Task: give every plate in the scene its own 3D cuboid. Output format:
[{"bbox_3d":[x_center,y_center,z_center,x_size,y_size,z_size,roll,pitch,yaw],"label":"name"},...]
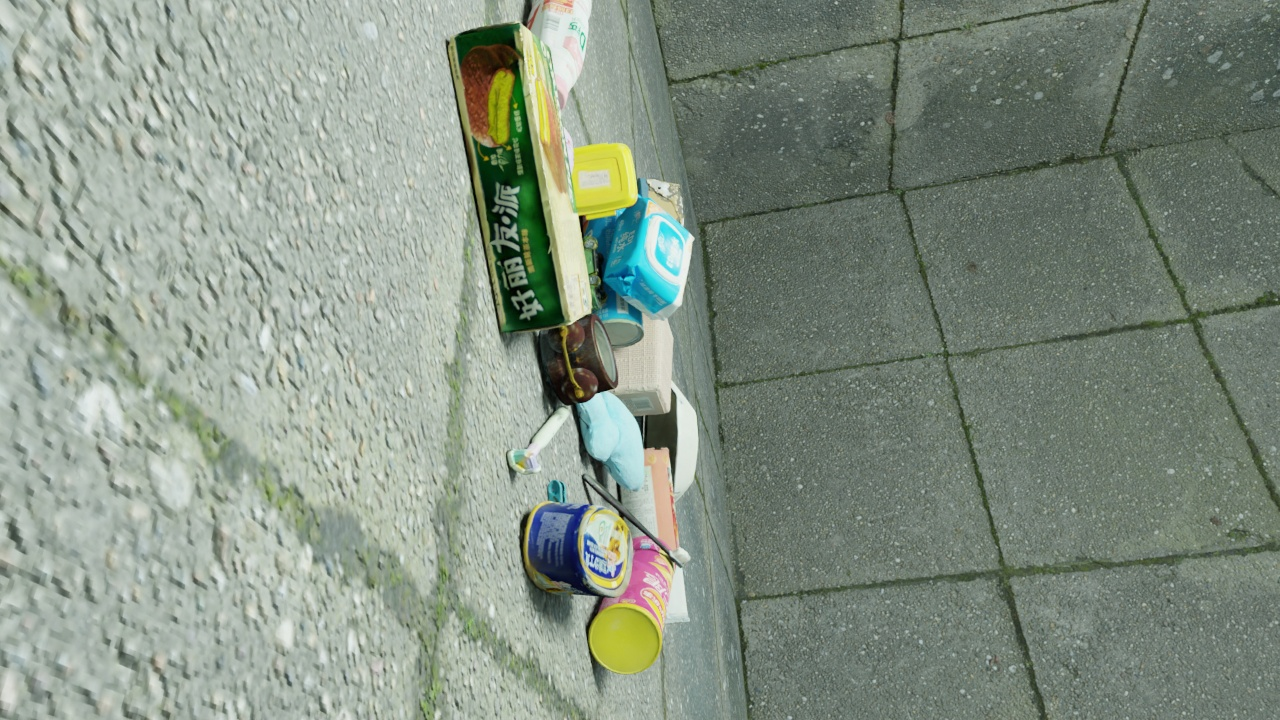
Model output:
[{"bbox_3d":[0.041,0.106,1.291,0.265,0.034,0.162,-129,-137,-77],"label":"plate"}]

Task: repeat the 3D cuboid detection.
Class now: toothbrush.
[{"bbox_3d":[-0.003,0.175,1.004,0.181,0.018,0.015,45,15,-29],"label":"toothbrush"},{"bbox_3d":[-0.083,0.065,0.799,0.020,0.029,0.189,-57,-179,11],"label":"toothbrush"}]

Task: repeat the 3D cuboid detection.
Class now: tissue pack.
[{"bbox_3d":[0.012,-0.122,1.080,0.090,0.063,0.139,38,45,-30],"label":"tissue pack"}]

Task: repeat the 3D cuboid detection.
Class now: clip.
[{"bbox_3d":[-0.073,0.134,0.817,0.042,0.014,0.056,53,32,-72],"label":"clip"}]

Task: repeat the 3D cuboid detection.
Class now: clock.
[{"bbox_3d":[-0.060,-0.001,0.871,0.122,0.055,0.082,-19,94,-81],"label":"clock"}]

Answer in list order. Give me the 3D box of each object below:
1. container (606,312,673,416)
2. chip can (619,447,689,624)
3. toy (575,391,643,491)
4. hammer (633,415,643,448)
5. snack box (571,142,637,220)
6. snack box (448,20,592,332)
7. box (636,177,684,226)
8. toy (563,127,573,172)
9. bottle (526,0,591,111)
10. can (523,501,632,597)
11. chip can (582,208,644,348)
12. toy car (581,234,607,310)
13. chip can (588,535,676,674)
[{"bbox_3d":[-0.007,0.007,1.163,0.090,0.090,0.110,68,19,-59],"label":"container"},{"bbox_3d":[0.013,0.218,1.141,0.071,0.071,0.214,56,26,-72],"label":"chip can"},{"bbox_3d":[-0.033,0.080,1.032,0.156,0.050,0.161,-33,108,-73],"label":"toy"},{"bbox_3d":[-0.009,0.026,1.318,0.300,0.033,0.129,-88,167,-52],"label":"hammer"},{"bbox_3d":[-0.051,-0.202,1.058,0.080,0.091,0.082,-74,155,-87],"label":"snack box"},{"bbox_3d":[-0.095,-0.148,0.770,0.114,0.063,0.240,-57,138,-78],"label":"snack box"},{"bbox_3d":[0.001,-0.159,1.242,0.185,0.061,0.089,122,-31,-51],"label":"box"},{"bbox_3d":[-0.092,-0.215,0.951,0.107,0.039,0.084,-86,156,-53],"label":"toy"},{"bbox_3d":[-0.092,-0.338,0.988,0.068,0.068,0.196,72,15,-50],"label":"bottle"},{"bbox_3d":[-0.049,0.160,0.771,0.148,0.049,0.074,54,40,-65],"label":"can"},{"bbox_3d":[-0.036,-0.123,1.137,0.071,0.071,0.210,65,19,-64],"label":"chip can"},{"bbox_3d":[-0.060,-0.102,1.066,0.043,0.036,0.091,64,21,-61],"label":"toy car"},{"bbox_3d":[-0.003,0.253,0.980,0.210,0.071,0.071,-50,131,-80],"label":"chip can"}]
